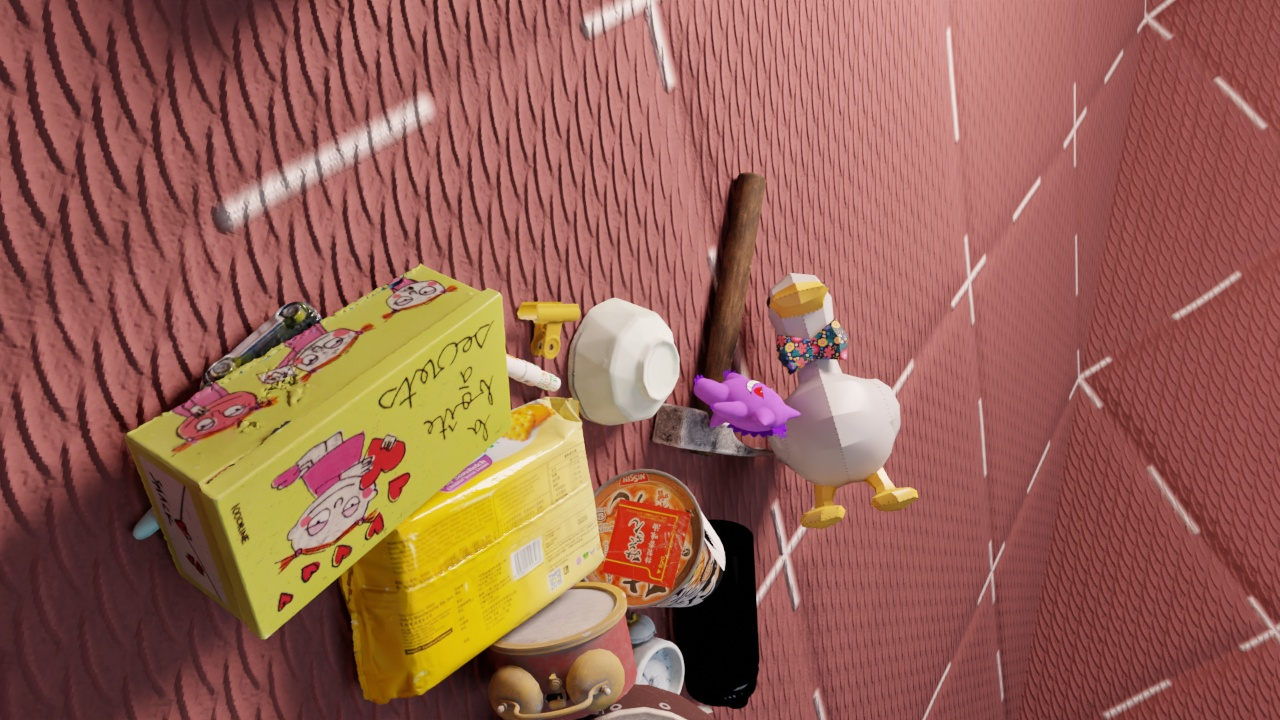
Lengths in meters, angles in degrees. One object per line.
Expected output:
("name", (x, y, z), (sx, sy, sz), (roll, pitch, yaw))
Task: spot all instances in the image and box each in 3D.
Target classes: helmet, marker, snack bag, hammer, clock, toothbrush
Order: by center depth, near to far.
("toothbrush", (-0.236, 0.041, 0.563), (0.180, 0.016, 0.017), (-52, 143, -34))
("snack bag", (-0.120, 0.138, 0.693), (0.246, 0.068, 0.160), (-26, 119, -47))
("marker", (-0.113, 0.000, 0.715), (0.145, 0.017, 0.017), (26, 76, -52))
("clock", (-0.061, 0.243, 0.723), (0.158, 0.117, 0.081), (-86, 165, -82))
("helmet", (-0.013, 0.396, 0.744), (0.233, 0.253, 0.234), (-38, 122, 4))
("clock", (-0.007, 0.295, 0.886), (0.083, 0.057, 0.118), (-54, 128, -31))
("hammer", (0.113, -0.042, 0.990), (0.217, 0.037, 0.300), (15, 85, -53))

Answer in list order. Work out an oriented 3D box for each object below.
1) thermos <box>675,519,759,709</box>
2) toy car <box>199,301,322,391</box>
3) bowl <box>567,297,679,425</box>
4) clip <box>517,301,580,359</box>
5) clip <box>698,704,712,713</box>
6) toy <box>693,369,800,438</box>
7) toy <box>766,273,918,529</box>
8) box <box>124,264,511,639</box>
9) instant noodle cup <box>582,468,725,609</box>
("thermos", (0.081, 0.277, 0.972), (0.085, 0.086, 0.199), (-26, 117, -48))
("toy car", (-0.228, 0.001, 0.554), (0.089, 0.027, 0.039), (-49, 143, -31))
("bowl", (-0.005, 0.005, 0.823), (0.117, 0.061, 0.117), (-15, 108, -52))
("clip", (-0.079, -0.027, 0.756), (0.053, 0.044, 0.050), (-7, 139, -53))
("clip", (0.023, 0.359, 0.937), (0.101, 0.056, 0.046), (5, 97, -46))
("toy", (0.104, 0.047, 0.890), (0.105, 0.088, 0.056), (-8, 109, -52))
("toy", (0.198, 0.041, 0.982), (0.246, 0.141, 0.267), (48, 28, -71))
("box", (-0.176, 0.043, 0.560), (0.220, 0.082, 0.125), (-38, 144, -43))
("instant noodle cup", (0.020, 0.177, 0.855), (0.122, 0.124, 0.123), (44, 62, -58))
